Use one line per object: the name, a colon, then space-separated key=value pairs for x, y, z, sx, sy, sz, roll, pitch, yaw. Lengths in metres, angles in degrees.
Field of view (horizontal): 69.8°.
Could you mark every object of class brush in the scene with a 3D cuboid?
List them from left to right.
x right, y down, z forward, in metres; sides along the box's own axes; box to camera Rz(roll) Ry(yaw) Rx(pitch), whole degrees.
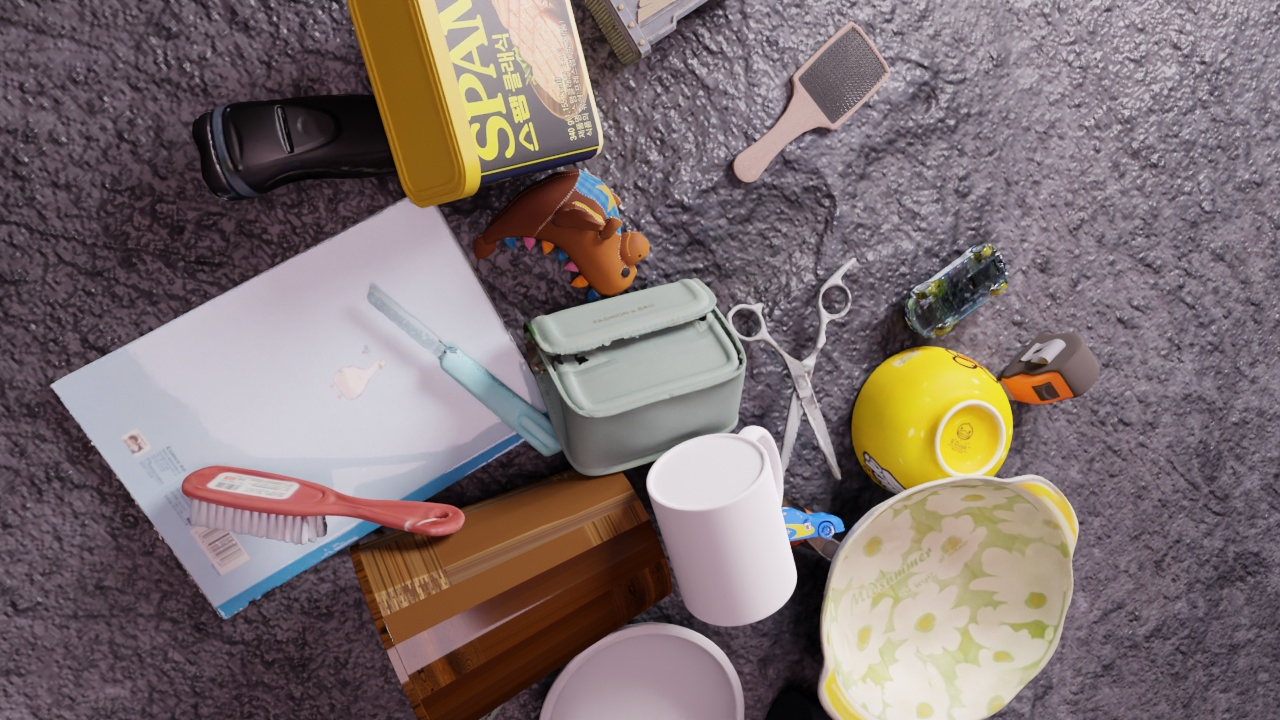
brush: x=-0.190 y=0.093 z=0.550 sx=0.172 sy=0.040 sz=0.030 roll=8 pitch=109 yaw=5
brush: x=0.116 y=-0.173 z=0.636 sx=0.135 sy=0.015 sz=0.050 roll=-44 pitch=106 yaw=-4

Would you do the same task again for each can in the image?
can: x=-0.093 y=-0.169 z=0.535 sx=0.104 sy=0.075 sz=0.135 roll=-24 pitch=106 yaw=-37

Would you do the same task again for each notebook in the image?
notebook: x=-0.203 y=0.028 z=0.587 sx=0.253 sy=0.009 sz=0.181 roll=-30 pitch=105 yaw=-9

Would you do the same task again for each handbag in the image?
handbag: x=-0.003 y=0.003 z=0.586 sx=0.121 sy=0.106 sz=0.067 roll=-16 pitch=142 yaw=-14

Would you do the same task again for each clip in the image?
clip: x=-0.120 y=0.252 z=0.638 sx=0.042 sy=0.023 sz=0.076 roll=34 pitch=87 yaw=-16

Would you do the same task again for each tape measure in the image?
tape measure: x=0.310 y=0.004 z=0.693 sx=0.058 sy=0.059 sz=0.038 roll=-42 pitch=106 yaw=-8

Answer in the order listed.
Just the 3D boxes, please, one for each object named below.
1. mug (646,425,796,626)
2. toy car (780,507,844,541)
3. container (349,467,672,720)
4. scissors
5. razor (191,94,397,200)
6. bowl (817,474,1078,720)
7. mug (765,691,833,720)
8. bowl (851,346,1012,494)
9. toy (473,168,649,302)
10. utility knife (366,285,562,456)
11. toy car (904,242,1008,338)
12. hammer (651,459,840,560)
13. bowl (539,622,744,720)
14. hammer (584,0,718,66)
mug: x=0.060 y=0.093 z=0.571 sx=0.110 sy=0.074 sz=0.090 roll=-46 pitch=129 yaw=-43
toy car: x=0.090 y=0.096 z=0.632 sx=0.092 sy=0.033 sz=0.062 roll=-9 pitch=88 yaw=-8
container: x=-0.077 y=0.141 z=0.582 sx=0.167 sy=0.132 sz=0.132 roll=-24 pitch=104 yaw=-16
scissors: x=0.125 y=0.005 z=0.653 sx=0.158 sy=0.014 sz=0.141 roll=-41 pitch=91 yaw=-10
razor: x=-0.189 y=-0.128 z=0.549 sx=0.140 sy=0.064 sz=0.053 roll=-13 pitch=86 yaw=-26
bowl: x=0.204 y=0.163 z=0.649 sx=0.219 sy=0.060 sz=0.188 roll=-45 pitch=107 yaw=-1
mug: x=0.148 y=0.280 z=0.682 sx=0.077 sy=0.071 sz=0.105 roll=24 pitch=107 yaw=-17
bowl: x=0.223 y=0.051 z=0.672 sx=0.117 sy=0.067 sz=0.117 roll=-2 pitch=99 yaw=-15
toy: x=-0.051 y=-0.073 z=0.599 sx=0.103 sy=0.070 sz=0.090 roll=-26 pitch=119 yaw=14
utility knife: x=-0.111 y=0.009 z=0.594 sx=0.165 sy=0.015 sz=0.022 roll=42 pitch=85 yaw=-19
toy car: x=0.231 y=-0.051 z=0.679 sx=0.089 sy=0.027 sz=0.039 roll=-34 pitch=108 yaw=-8
hammer: x=0.092 y=0.123 z=0.668 sx=0.314 sy=0.035 sz=0.138 roll=32 pitch=89 yaw=-16
bowl: x=-0.003 y=0.252 z=0.657 sx=0.149 sy=0.043 sz=0.149 roll=-2 pitch=99 yaw=-14
hammer: x=-0.052 y=-0.346 z=0.548 sx=0.098 sy=0.044 sz=0.322 roll=-36 pitch=106 yaw=-7
